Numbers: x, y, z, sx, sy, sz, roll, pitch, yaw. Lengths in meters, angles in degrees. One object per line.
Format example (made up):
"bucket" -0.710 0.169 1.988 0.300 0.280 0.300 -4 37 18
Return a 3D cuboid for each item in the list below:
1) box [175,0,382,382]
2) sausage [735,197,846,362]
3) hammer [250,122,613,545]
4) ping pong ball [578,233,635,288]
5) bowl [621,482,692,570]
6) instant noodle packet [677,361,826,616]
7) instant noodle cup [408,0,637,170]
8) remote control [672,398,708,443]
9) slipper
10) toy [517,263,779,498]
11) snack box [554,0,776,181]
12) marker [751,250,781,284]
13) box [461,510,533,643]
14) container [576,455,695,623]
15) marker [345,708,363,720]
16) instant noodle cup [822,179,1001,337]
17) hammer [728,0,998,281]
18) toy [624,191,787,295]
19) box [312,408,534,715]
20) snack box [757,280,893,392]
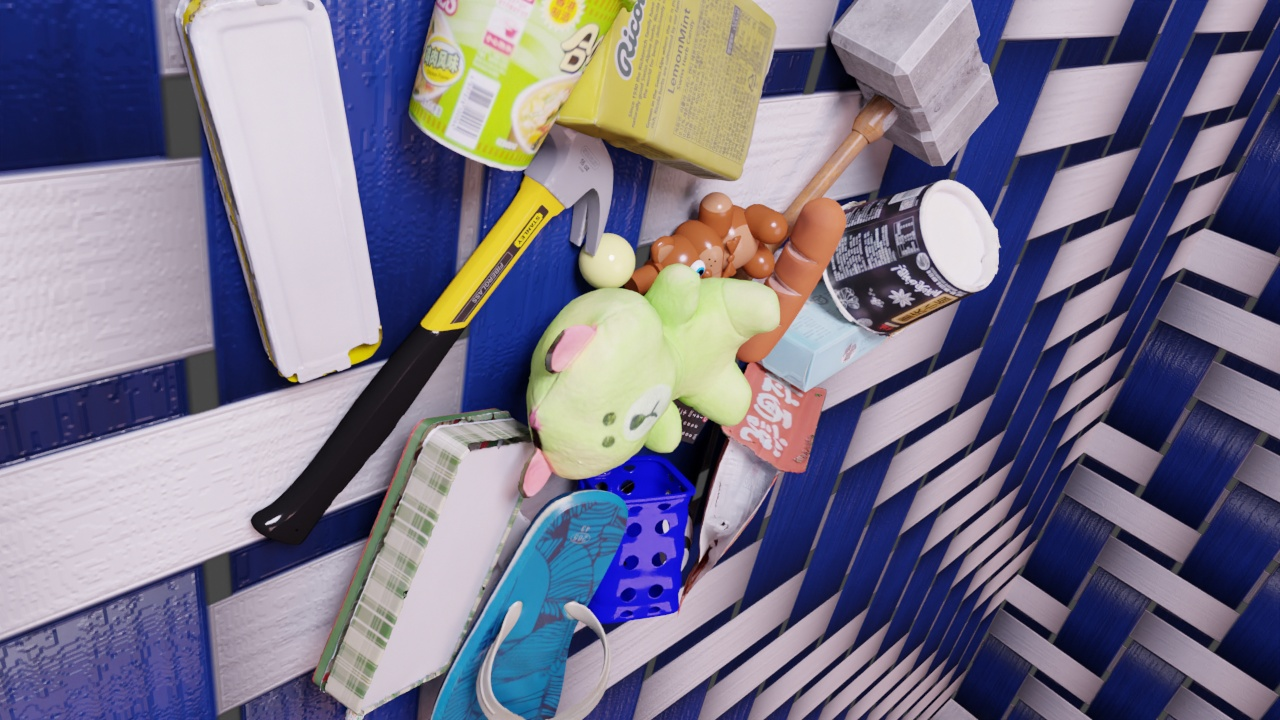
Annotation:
"box" -0.175 -0.082 0.461 0.064 0.037 0.210 -24 137 -30
"sausage" 0.123 -0.064 0.767 0.044 0.039 0.165 -8 138 -39
"hammer" -0.127 -0.018 0.577 0.323 0.029 0.127 -53 147 -2
"ping pong ball" -0.024 -0.070 0.648 0.040 0.040 0.040 -32 140 -31
"bowl" 0.008 0.179 0.881 0.119 0.066 0.120 -32 140 -31
"instant noodle packet" 0.088 0.128 0.898 0.221 0.084 0.164 -66 175 30
"instant noodle cup" -0.068 -0.162 0.471 0.098 0.099 0.108 -1 128 -51
"remote control" 0.018 0.044 0.761 0.146 0.015 0.033 22 101 -56
"slipper" -0.081 0.229 0.689 0.118 0.060 0.295 10 112 -35
"toy" -0.004 0.004 0.646 0.196 0.107 0.150 -8 127 -31
"snack box" 0.020 -0.188 0.580 0.180 0.045 0.121 3 100 -56
"marker" 0.087 -0.048 0.826 0.133 0.017 0.020 -50 145 -8
"box" -0.104 0.189 0.740 0.156 0.084 0.126 -57 140 0
"container" -0.010 0.150 0.777 0.085 0.084 0.114 -2 108 -21
"marker" -0.203 0.220 0.697 0.017 0.017 0.146 -6 123 -49
"instant noodle cup" 0.253 -0.099 0.849 0.137 0.112 0.137 9 74 -31
"hammer" 0.157 -0.155 0.781 0.318 0.083 0.162 -50 147 6
"toy" 0.048 -0.079 0.712 0.127 0.065 0.095 -29 144 -26
"box" -0.144 0.134 0.635 0.117 0.051 0.206 -3 117 -65
"snack box" 0.191 -0.036 0.915 0.174 0.075 0.053 -28 137 -35
